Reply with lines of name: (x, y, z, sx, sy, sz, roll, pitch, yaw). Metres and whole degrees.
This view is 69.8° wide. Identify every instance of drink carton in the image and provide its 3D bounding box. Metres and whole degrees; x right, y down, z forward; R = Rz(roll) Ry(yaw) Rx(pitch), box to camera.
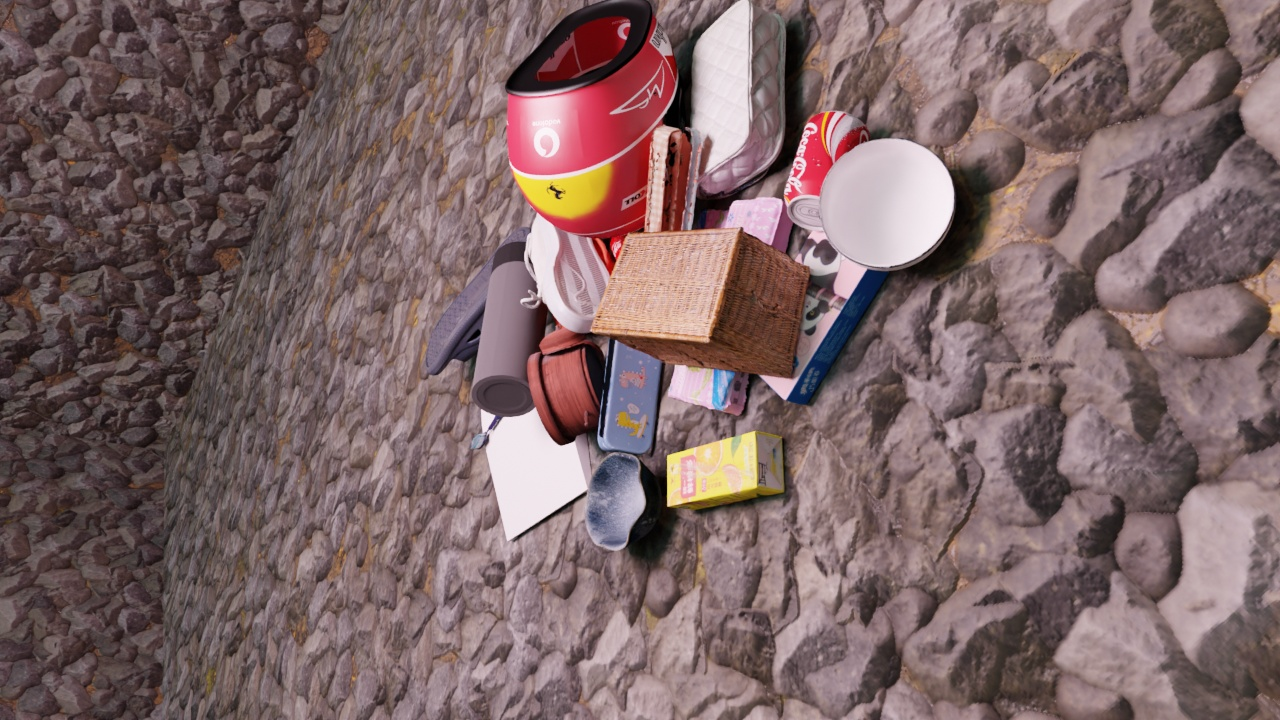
drink carton: (0.082, 0.114, 0.930, 0.135, 0.043, 0.058, -22, 61, 48)

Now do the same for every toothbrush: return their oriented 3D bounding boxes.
toothbrush: (-0.189, 0.060, 1.261, 0.016, 0.017, 0.189, 52, 124, 26)

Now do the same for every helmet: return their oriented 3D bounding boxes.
helmet: (-0.042, -0.267, 1.094, 0.198, 0.225, 0.270, 2, 44, 26)

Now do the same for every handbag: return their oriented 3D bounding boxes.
handbag: (0.107, -0.289, 1.027, 0.139, 0.072, 0.194, -24, 59, 57)

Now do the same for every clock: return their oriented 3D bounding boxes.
clock: (-0.083, 0.023, 1.116, 0.072, 0.120, 0.157, -18, 67, 10)

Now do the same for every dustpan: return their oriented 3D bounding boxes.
dustpan: (-0.140, 0.091, 1.260, 0.192, 0.053, 0.257, -37, 61, 40)

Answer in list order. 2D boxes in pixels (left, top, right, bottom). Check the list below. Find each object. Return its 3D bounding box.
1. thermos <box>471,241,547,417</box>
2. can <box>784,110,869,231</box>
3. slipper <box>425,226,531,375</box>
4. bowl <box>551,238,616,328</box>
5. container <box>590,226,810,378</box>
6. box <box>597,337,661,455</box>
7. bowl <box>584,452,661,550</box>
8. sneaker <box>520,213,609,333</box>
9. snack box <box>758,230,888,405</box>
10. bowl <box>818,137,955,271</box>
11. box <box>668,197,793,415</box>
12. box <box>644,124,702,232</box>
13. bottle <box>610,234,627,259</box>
thermos: (-0.165, -0.045, 1.201, 0.082, 0.082, 0.239, -41, 34, 37)
can: (0.177, -0.181, 0.875, 0.064, 0.064, 0.104, -12, 51, 51)
slipper: (-0.231, -0.081, 1.409, 0.268, 0.083, 0.111, -53, 29, -1)
bowl: (-0.065, -0.096, 1.205, 0.131, 0.045, 0.130, -25, 58, 47)
container: (0.060, -0.058, 0.906, 0.199, 0.113, 0.112, 9, 79, 52)
box: (-0.004, 0.006, 1.072, 0.059, 0.068, 0.209, -5, 72, 36)
bowl: (-0.012, 0.160, 1.028, 0.111, 0.055, 0.110, -23, 60, 47)
sneaker: (-0.099, -0.101, 1.146, 0.091, 0.089, 0.241, -56, 33, 31)
snack box: (0.164, -0.043, 0.886, 0.154, 0.033, 0.088, -61, 38, 18)
bowl: (0.217, -0.132, 0.805, 0.113, 0.063, 0.113, -2, 85, 20)
box: (0.080, -0.065, 1.009, 0.159, 0.035, 0.230, 13, 87, 54)
box: (0.042, -0.168, 1.028, 0.064, 0.056, 0.188, 15, 122, 17)
bottle: (-0.016, -0.138, 1.164, 0.036, 0.036, 0.119, -54, 40, 26)
